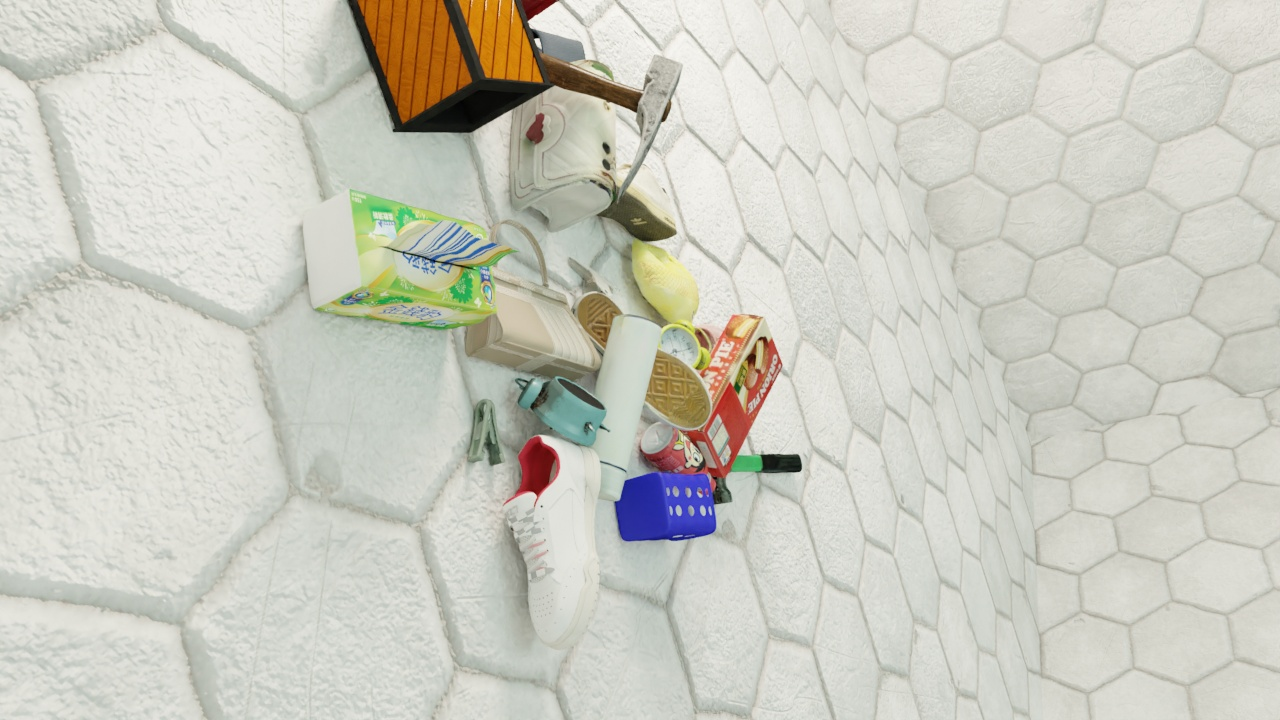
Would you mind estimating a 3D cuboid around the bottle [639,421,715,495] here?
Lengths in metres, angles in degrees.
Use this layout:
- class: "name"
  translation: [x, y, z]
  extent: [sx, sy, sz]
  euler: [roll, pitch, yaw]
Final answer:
- class: "bottle"
  translation: [0.060, 0.147, 1.308]
  extent: [0.137, 0.062, 0.061]
  euler: [44, 41, -36]

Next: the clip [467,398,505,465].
- class: "clip"
  translation: [-0.172, 0.078, 1.020]
  extent: [0.061, 0.023, 0.075]
  euler: [22, 59, -53]

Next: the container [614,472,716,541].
- class: "container"
  translation: [0.032, 0.196, 1.218]
  extent: [0.113, 0.085, 0.084]
  euler: [13, 63, -53]

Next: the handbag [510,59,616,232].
- class: "handbag"
  translation: [-0.098, -0.286, 1.212]
  extent: [0.096, 0.142, 0.198]
  euler: [29, 50, -46]

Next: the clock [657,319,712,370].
- class: "clock"
  translation: [0.053, -0.014, 1.340]
  extent: [0.118, 0.057, 0.083]
  euler: [-23, 81, -36]

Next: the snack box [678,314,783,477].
- class: "snack box"
  translation: [0.136, 0.050, 1.394]
  extent: [0.235, 0.060, 0.113]
  euler: [-58, 139, -31]

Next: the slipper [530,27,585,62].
- class: "slipper"
  translation: [-0.100, -0.410, 1.328]
  extent: [0.263, 0.083, 0.101]
  euler: [12, 67, -55]

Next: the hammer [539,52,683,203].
- class: "hammer"
  translation: [-0.116, -0.333, 1.145]
  extent: [0.300, 0.037, 0.217]
  euler: [20, 63, 1]

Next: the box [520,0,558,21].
- class: "box"
  translation: [-0.173, -0.540, 1.213]
  extent: [0.127, 0.158, 0.137]
  euler: [-16, 87, -54]

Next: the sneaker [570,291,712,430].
- class: "sneaker"
  translation: [-0.007, 0.007, 1.250]
  extent: [0.241, 0.088, 0.118]
  euler: [45, 69, -6]

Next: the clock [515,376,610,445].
- class: "clock"
  translation: [-0.095, 0.052, 1.086]
  extent: [0.124, 0.053, 0.090]
  euler: [35, 6, 17]

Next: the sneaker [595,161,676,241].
- class: "sneaker"
  translation: [-0.020, -0.259, 1.363]
  extent: [0.241, 0.089, 0.102]
  euler: [24, 64, -56]

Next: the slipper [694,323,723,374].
- class: "slipper"
  translation: [0.102, -0.009, 1.458]
  extent: [0.221, 0.056, 0.106]
  euler: [-6, 78, -55]

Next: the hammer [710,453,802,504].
- class: "hammer"
  translation: [0.195, 0.171, 1.536]
  extent: [0.318, 0.032, 0.130]
  euler: [10, 66, -56]

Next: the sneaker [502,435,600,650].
- class: "sneaker"
  translation: [-0.108, 0.190, 1.007]
  extent: [0.104, 0.091, 0.236]
  euler: [28, 52, -37]

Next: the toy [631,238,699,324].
- class: "toy"
  translation: [0.044, -0.116, 1.422]
  extent: [0.170, 0.065, 0.154]
  euler: [13, 51, -61]

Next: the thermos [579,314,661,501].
- class: "thermos"
  translation: [-0.030, 0.059, 1.148]
  extent: [0.068, 0.068, 0.229]
  euler: [31, 68, -47]

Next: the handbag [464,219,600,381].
- class: "handbag"
  translation: [-0.141, -0.086, 1.127]
  extent: [0.175, 0.062, 0.197]
  euler: [18, 54, -52]

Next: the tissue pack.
- class: "tissue pack"
  translation: [-0.217, -0.105, 0.929]
  extent: [0.197, 0.142, 0.120]
  euler: [-2, 76, -58]

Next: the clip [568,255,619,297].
- class: "clip"
  translation: [-0.058, -0.106, 1.282]
  extent: [0.101, 0.044, 0.054]
  euler: [32, 36, -45]

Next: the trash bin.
- class: "trash bin"
  translation: [-0.221, -0.374, 1.063]
  extent: [0.139, 0.140, 0.172]
  euler: [-23, 94, -58]
